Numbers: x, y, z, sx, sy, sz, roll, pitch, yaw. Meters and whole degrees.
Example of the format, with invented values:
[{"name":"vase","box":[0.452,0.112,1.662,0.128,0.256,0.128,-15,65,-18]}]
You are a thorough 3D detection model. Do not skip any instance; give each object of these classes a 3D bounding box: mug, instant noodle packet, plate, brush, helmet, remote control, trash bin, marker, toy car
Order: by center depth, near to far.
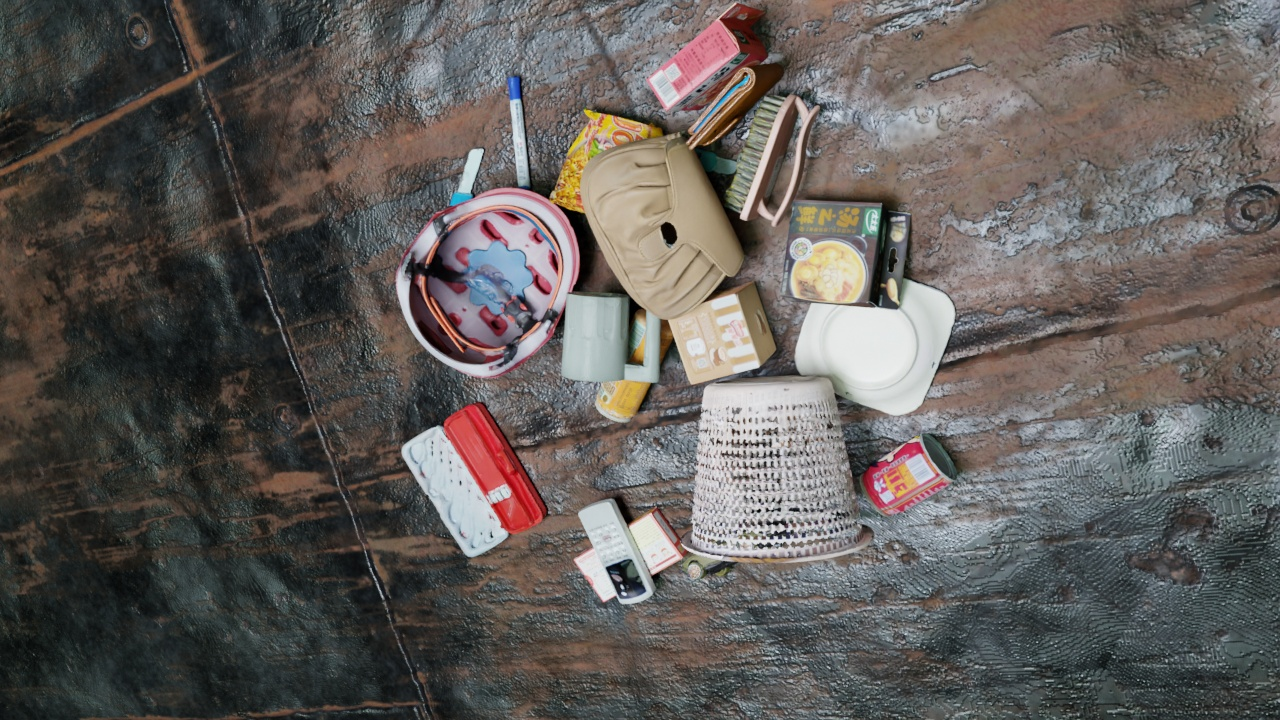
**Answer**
[{"name":"brush","box":[0.152,-0.229,1.043,0.073,0.063,0.146,27,113,19]},{"name":"plate","box":[0.268,-0.023,1.072,0.164,0.034,0.164,22,113,17]},{"name":"trash bin","box":[0.154,0.118,1.081,0.228,0.227,0.192,-3,92,25]},{"name":"instant noodle packet","box":[-0.041,-0.236,1.103,0.111,0.044,0.128,20,85,18]},{"name":"mug","box":[-0.035,-0.029,1.126,0.124,0.083,0.103,4,99,11]},{"name":"marker","box":[-0.157,-0.291,1.186,0.017,0.016,0.146,3,107,23]},{"name":"helmet","box":[-0.190,-0.106,1.188,0.207,0.144,0.240,44,89,-8]},{"name":"toy car","box":[0.123,0.248,1.200,0.158,0.070,0.042,-31,66,30]},{"name":"remote control","box":[-0.033,0.265,1.269,0.058,0.021,0.150,-24,93,28]}]

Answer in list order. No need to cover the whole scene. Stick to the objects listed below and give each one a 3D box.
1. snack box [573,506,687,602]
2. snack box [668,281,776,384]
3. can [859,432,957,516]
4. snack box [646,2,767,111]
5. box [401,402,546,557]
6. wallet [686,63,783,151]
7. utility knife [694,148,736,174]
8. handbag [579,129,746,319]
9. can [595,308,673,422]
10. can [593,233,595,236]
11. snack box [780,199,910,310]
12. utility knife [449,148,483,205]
[{"name":"snack box","box":[-0.016,0.275,1.293,0.156,0.027,0.077,-36,89,28]},{"name":"snack box","box":[0.100,-0.034,1.118,0.095,0.076,0.093,-15,99,28]},{"name":"can","box":[0.314,0.136,1.082,0.094,0.066,0.066,-40,88,28]},{"name":"snack box","box":[0.084,-0.330,1.012,0.127,0.113,0.044,-33,89,28]},{"name":"box","box":[-0.245,0.177,1.354,0.161,0.049,0.201,-30,93,20]},{"name":"wallet","box":[0.098,-0.279,1.013,0.035,0.130,0.119,44,119,2]},{"name":"utility knife","box":[0.036,-0.253,1.114,0.178,0.013,0.029,17,109,18]},{"name":"handbag","box":[0.025,-0.152,1.035,0.147,0.100,0.204,-31,111,-3]},{"name":"can","box":[-0.007,0.007,1.189,0.058,0.058,0.146,32,116,12]},{"name":"can","box":[0.007,-0.185,1.125,0.135,0.053,0.053,-22,96,28]},{"name":"snack box","box":[0.230,-0.119,1.034,0.126,0.053,0.113,7,88,27]},{"name":"utility knife","box":[-0.252,-0.194,1.257,0.034,0.018,0.208,25,114,3]}]
